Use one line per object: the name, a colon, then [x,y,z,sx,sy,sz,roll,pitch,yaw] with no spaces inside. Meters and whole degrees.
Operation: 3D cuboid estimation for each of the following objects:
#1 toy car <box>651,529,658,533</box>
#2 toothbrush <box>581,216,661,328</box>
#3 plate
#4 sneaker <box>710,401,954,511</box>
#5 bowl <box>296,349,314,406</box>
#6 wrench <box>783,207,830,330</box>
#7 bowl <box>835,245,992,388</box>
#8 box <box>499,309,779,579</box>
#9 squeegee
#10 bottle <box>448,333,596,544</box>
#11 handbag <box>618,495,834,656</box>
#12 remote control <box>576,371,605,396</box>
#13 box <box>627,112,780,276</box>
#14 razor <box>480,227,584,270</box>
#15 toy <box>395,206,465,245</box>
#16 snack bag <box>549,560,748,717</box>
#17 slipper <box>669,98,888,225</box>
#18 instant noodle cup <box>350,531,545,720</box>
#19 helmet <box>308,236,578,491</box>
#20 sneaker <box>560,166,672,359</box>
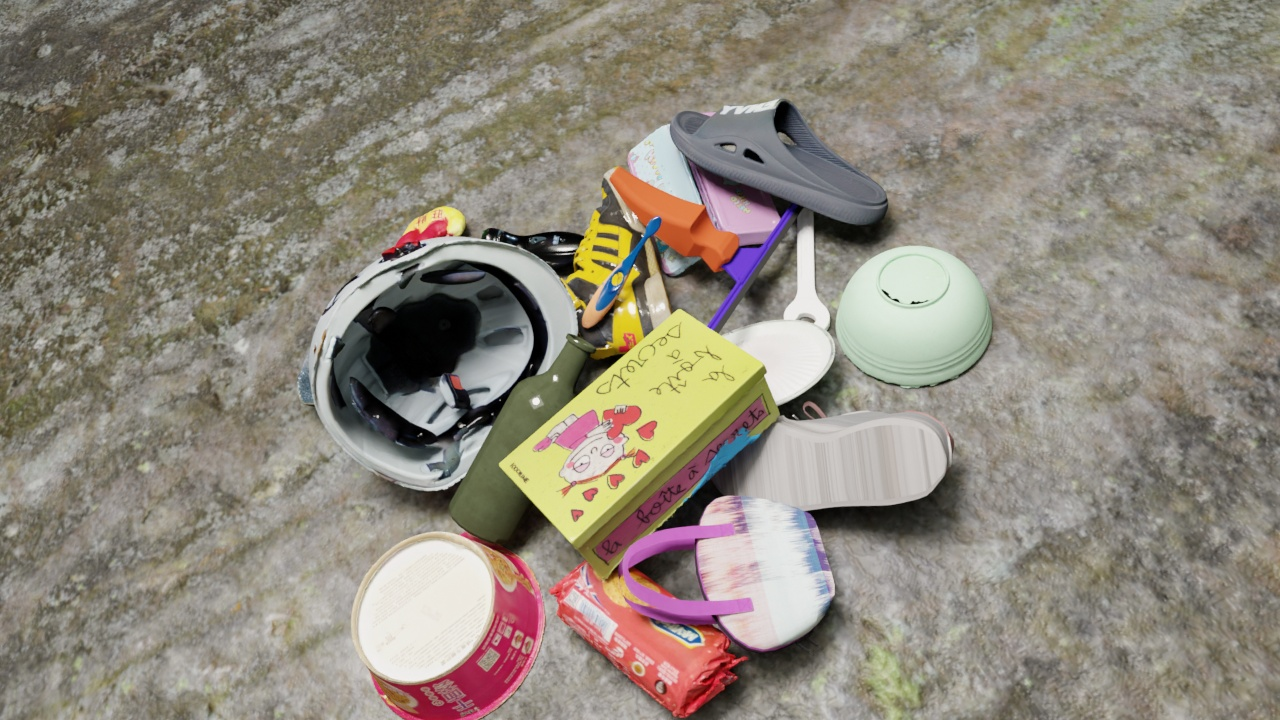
toy car: [-0.033,0.111,0.884,0.055,0.056,0.153,-38,49,7]
toothbrush: [-0.019,-0.089,0.922,0.021,0.017,0.135,35,101,1]
plate: [0.115,0.007,0.903,0.157,0.014,0.156,-17,29,10]
sneaker: [0.173,0.087,0.835,0.237,0.089,0.099,-3,88,37]
bowl: [-0.327,0.016,1.032,0.110,0.055,0.110,-15,54,21]
wrench: [0.183,-0.139,1.017,0.047,0.009,0.272,-3,57,14]
bowl: [0.266,-0.057,0.897,0.151,0.077,0.150,-8,55,11]
box: [0.003,0.067,0.805,0.220,0.082,0.124,-41,47,-9]
squeegee: [0.046,-0.141,0.963,0.185,0.055,0.248,36,59,0]
bottle: [-0.105,0.071,0.871,0.071,0.071,0.207,34,99,32]
handbag: [0.065,0.178,0.762,0.169,0.068,0.144,2,53,-17]
remote control: [-0.005,0.005,0.905,0.136,0.015,0.032,-40,47,-12]
box: [0.068,-0.203,1.073,0.149,0.051,0.214,-21,54,6]
razor: [-0.128,-0.132,1.070,0.141,0.064,0.052,-2,58,17]
toy: [-0.257,-0.135,1.115,0.105,0.067,0.137,-28,46,5]
snack bag: [0.001,0.233,0.787,0.176,0.082,0.082,31,70,31]
slipper: [0.150,-0.232,0.996,0.268,0.083,0.110,29,36,21]
instant noodle cup: [-0.184,0.234,0.836,0.179,0.078,0.178,-8,56,12]
helmet: [-0.202,-0.016,0.932,0.264,0.236,0.164,-40,30,-5]
sneaker: [-0.042,-0.103,1.010,0.122,0.086,0.238,-16,58,0]
